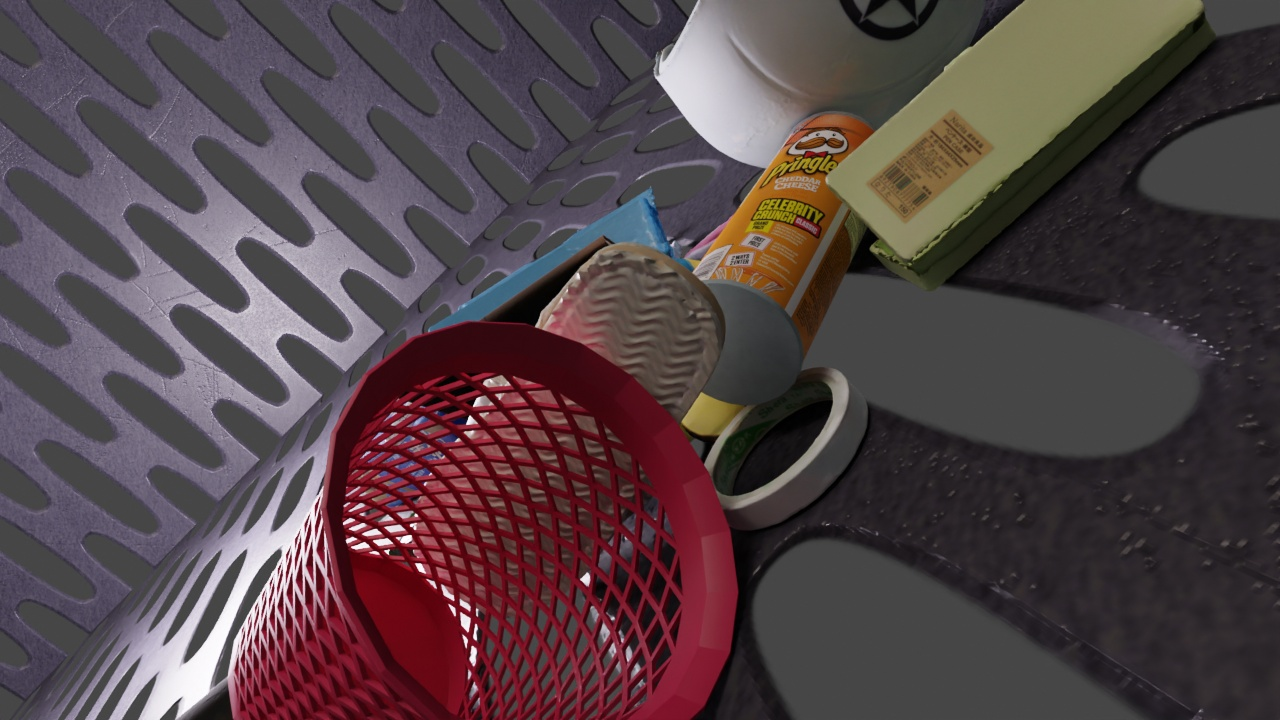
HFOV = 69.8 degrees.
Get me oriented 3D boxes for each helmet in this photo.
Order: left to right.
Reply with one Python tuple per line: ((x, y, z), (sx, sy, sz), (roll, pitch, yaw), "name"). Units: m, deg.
((0.151, -0.243, 0.671), (0.263, 0.163, 0.237), (-39, 7, -15), "helmet")

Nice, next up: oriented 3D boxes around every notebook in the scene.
((-0.077, -0.013, 0.720), (0.209, 0.141, 0.008), (-32, 63, 18), "notebook")

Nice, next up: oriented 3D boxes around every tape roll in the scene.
((0.069, 0.043, 0.454), (0.094, 0.018, 0.093), (-41, 17, 15), "tape roll")

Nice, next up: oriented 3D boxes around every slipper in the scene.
((-0.044, 0.046, 0.495), (0.273, 0.114, 0.053), (-52, -4, 36), "slipper")

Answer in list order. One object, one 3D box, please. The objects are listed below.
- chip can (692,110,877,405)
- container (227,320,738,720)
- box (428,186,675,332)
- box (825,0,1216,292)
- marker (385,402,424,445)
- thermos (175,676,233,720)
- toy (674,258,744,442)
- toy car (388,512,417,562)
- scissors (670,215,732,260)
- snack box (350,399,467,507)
((0.087, -0.069, 0.534), (0.075, 0.075, 0.214), (-29, 18, 42), "chip can")
((-0.097, 0.118, 0.433), (0.226, 0.183, 0.182), (-40, 16, 41), "container")
((-0.084, -0.070, 0.801), (0.232, 0.048, 0.176), (-31, 31, 12), "box")
((0.197, -0.119, 0.475), (0.188, 0.090, 0.077), (-41, 38, 6), "box")
((-0.208, 0.034, 0.881), (0.020, 0.017, 0.133), (5, 41, 17), "marker")
((-0.264, 0.251, 0.627), (0.220, 0.098, 0.098), (-42, 17, -3), "thermos")
((-0.004, 0.004, 0.603), (0.149, 0.084, 0.213), (-42, 16, 23), "toy")
((-0.175, 0.141, 0.761), (0.091, 0.036, 0.042), (-30, 23, 38), "toy car")
((0.038, -0.090, 0.815), (0.171, 0.013, 0.172), (-38, 14, 18), "scissors")
((-0.204, 0.058, 0.962), (0.203, 0.069, 0.154), (-27, 25, 42), "snack box")
